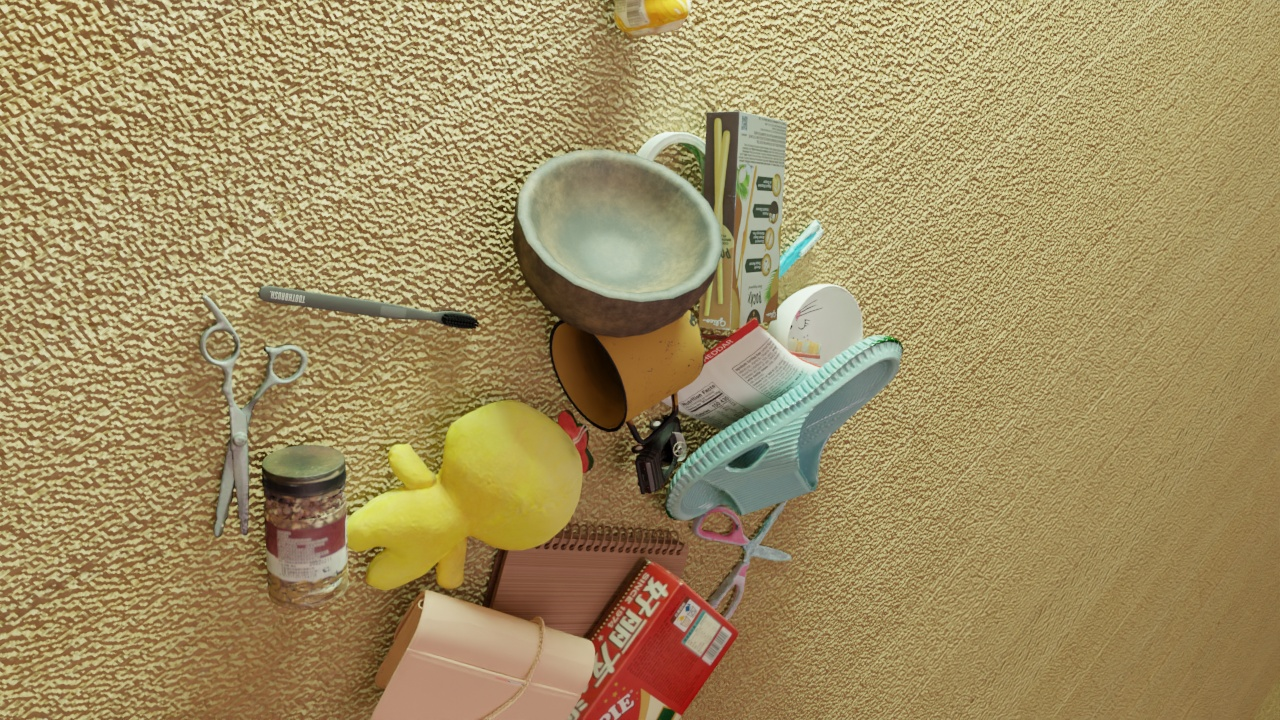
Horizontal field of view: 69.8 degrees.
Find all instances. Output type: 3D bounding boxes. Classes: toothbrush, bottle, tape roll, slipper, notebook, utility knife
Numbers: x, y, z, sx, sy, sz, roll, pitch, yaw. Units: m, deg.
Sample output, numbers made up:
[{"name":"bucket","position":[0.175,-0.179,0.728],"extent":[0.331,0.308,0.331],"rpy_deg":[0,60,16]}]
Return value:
[{"name":"toothbrush","position":[0.086,-0.020,0.862],"extent":[0.184,0.015,0.016],"rpy_deg":[7,99,-16]},{"name":"bottle","position":[0.002,-0.314,0.723],"extent":[0.063,0.063,0.109],"rpy_deg":[-26,116,-30]},{"name":"tape roll","position":[0.031,-0.155,0.817],"extent":[0.093,0.018,0.094],"rpy_deg":[-11,109,-35]},{"name":"bottle","position":[-0.239,0.119,0.656],"extent":[0.056,0.056,0.105],"rpy_deg":[-9,112,-36]},{"name":"slipper","position":[0.141,0.078,0.863],"extent":[0.276,0.069,0.116],"rpy_deg":[-37,147,8]},{"name":"notebook","position":[-0.054,0.235,0.858],"extent":[0.210,0.022,0.169],"rpy_deg":[12,95,-39]},{"name":"utility knife","position":[0.133,-0.087,0.917],"extent":[0.148,0.015,0.022],"rpy_deg":[-44,147,-18]},{"name":"toothbrush","position":[-0.196,-0.038,0.680],"extent":[0.167,0.013,0.013],"rpy_deg":[7,98,-36]}]

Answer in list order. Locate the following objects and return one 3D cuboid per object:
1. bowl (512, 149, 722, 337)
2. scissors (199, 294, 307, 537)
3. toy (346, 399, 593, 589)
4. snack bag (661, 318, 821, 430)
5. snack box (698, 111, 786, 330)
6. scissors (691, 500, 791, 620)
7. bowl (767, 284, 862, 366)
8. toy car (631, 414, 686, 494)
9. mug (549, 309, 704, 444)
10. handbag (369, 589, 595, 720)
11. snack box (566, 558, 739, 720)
[{"name":"bowl","position":[-0.022,-0.085,0.720],"extent":[0.161,0.162,0.070],"rpy_deg":[-24,154,-31]},{"name":"scissors","position":[-0.286,0.040,0.631],"extent":[0.120,0.014,0.159],"rpy_deg":[38,75,-39]},{"name":"toy","position":[-0.128,0.109,0.727],"extent":[0.207,0.092,0.134],"rpy_deg":[-23,119,-9]},{"name":"snack bag","position":[0.103,0.025,0.874],"extent":[0.131,0.039,0.144],"rpy_deg":[-37,137,29]},{"name":"snack box","position":[0.094,-0.126,0.835],"extent":[0.100,0.032,0.186],"rpy_deg":[-14,108,-57]},{"name":"scissors","position":[0.104,0.216,0.982],"extent":[0.170,0.013,0.175],"rpy_deg":[23,87,-43]},{"name":"bowl","position":[0.171,-0.024,0.940],"extent":[0.114,0.051,0.115],"rpy_deg":[-11,109,-35]},{"name":"toy car","position":[0.020,0.086,0.847],"extent":[0.092,0.037,0.040],"rpy_deg":[-49,133,-59]},{"name":"mug","position":[-0.004,0.005,0.777],"extent":[0.093,0.101,0.124],"rpy_deg":[-29,98,-31]},{"name":"handbag","position":[-0.106,0.282,0.701],"extent":[0.198,0.187,0.117],"rpy_deg":[24,108,-21]},{"name":"snack box","position":[-0.018,0.315,0.857],"extent":[0.236,0.060,0.113],"rpy_deg":[-52,128,-12]}]
